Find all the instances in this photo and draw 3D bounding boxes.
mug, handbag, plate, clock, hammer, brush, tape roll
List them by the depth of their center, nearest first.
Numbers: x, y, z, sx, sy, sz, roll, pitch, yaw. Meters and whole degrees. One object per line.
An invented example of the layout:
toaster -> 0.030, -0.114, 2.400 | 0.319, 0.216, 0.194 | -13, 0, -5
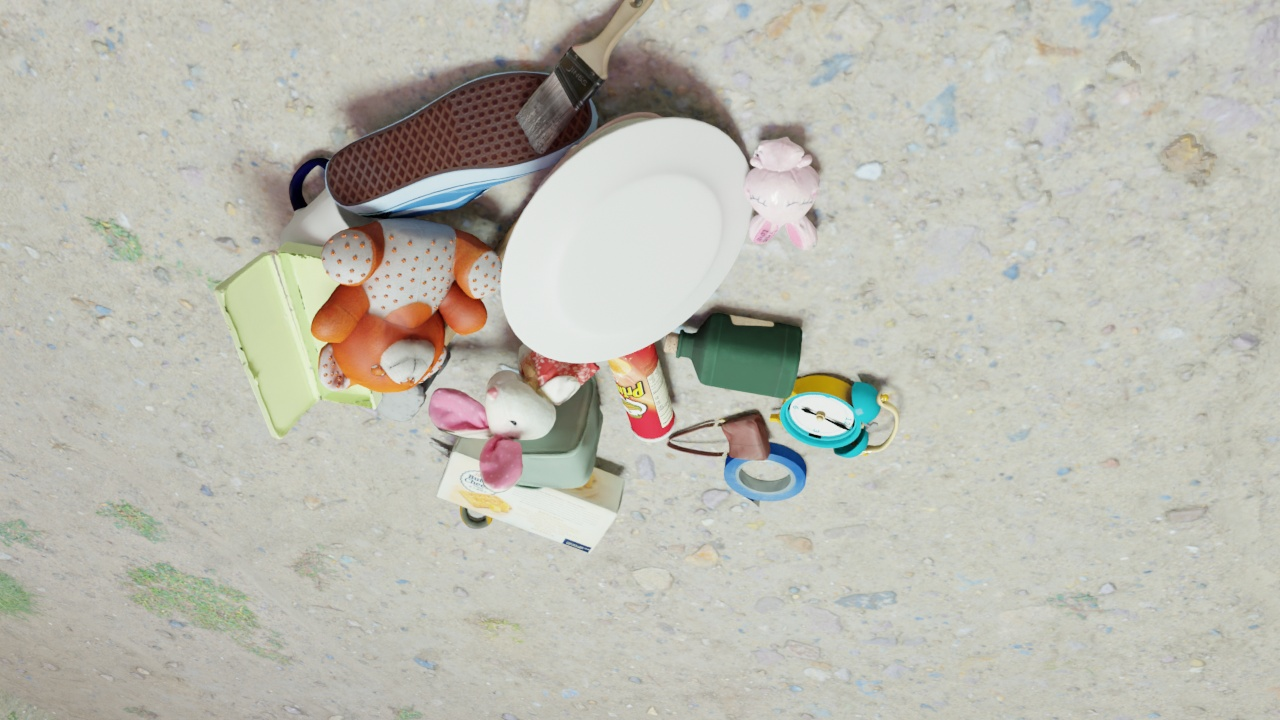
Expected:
brush -> -0.042, -0.228, 0.709 | 0.039, 0.012, 0.151 | 47, 110, 6
plate -> -0.003, -0.088, 0.769 | 0.242, 0.016, 0.243 | -22, 140, -20
mug -> -0.291, -0.136, 0.871 | 0.097, 0.078, 0.112 | -27, 95, 35
hammer -> -0.173, -0.059, 0.918 | 0.052, 0.097, 0.329 | 35, 125, -13
clock -> 0.203, 0.058, 0.960 | 0.130, 0.043, 0.099 | 15, 137, 10
handbag -> -0.099, 0.076, 0.999 | 0.106, 0.121, 0.067 | -1, 137, 11
handbag -> 0.084, 0.090, 1.034 | 0.120, 0.029, 0.055 | -7, 113, 29
tape roll -> 0.145, 0.130, 1.065 | 0.093, 0.016, 0.091 | -30, 121, 36

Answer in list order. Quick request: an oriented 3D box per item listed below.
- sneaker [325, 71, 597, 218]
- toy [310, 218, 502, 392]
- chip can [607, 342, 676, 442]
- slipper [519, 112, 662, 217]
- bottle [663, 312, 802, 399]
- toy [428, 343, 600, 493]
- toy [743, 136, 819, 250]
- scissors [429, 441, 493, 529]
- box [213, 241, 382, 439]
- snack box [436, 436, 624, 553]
sneaker -> -0.146, -0.181, 0.800 | 0.241, 0.083, 0.098 | -15, 175, 13
toy -> -0.218, -0.041, 0.830 | 0.163, 0.093, 0.173 | -3, 126, -39
chip can -> -0.005, 0.005, 0.926 | 0.052, 0.051, 0.215 | 1, 144, 14
slipper -> -0.053, -0.122, 0.808 | 0.114, 0.054, 0.275 | -7, 151, -31
bottle -> 0.089, -0.008, 0.905 | 0.131, 0.061, 0.061 | 10, 139, 5
toy -> -0.114, 0.032, 0.934 | 0.194, 0.159, 0.084 | -43, 141, -3
toy -> 0.120, -0.135, 0.778 | 0.063, 0.047, 0.110 | -1, 143, 12
scissors -> -0.179, 0.168, 1.189 | 0.225, 0.016, 0.230 | 28, 135, -14
box -> -0.322, -0.021, 0.878 | 0.127, 0.066, 0.188 | -22, 135, -21
snack box -> -0.133, 0.154, 1.109 | 0.208, 0.057, 0.104 | 22, 136, -8
